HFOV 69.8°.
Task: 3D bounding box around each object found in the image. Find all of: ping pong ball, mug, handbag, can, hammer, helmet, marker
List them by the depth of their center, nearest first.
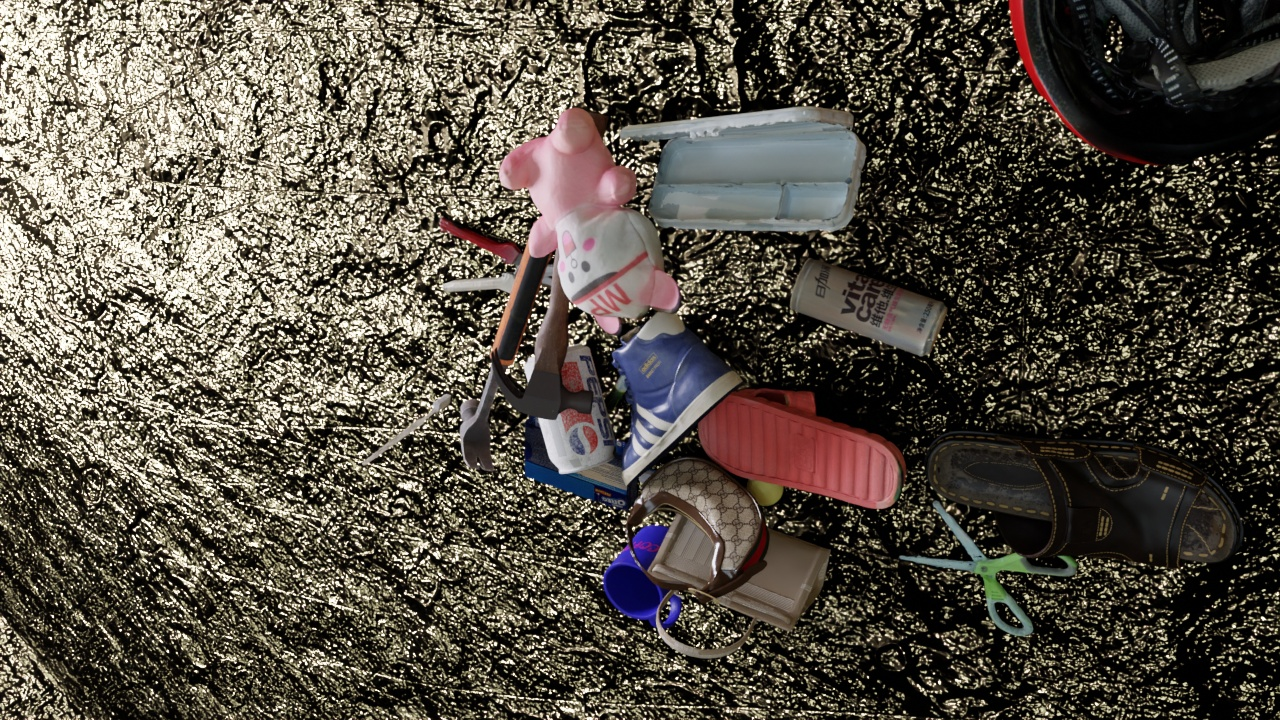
[{"bbox_3d":[0.356,-0.268,0.604,0.218,0.166,0.272,-11,115,18],"label":"helmet"},{"bbox_3d":[0.213,-0.050,0.861,0.136,0.054,0.054,22,122,18],"label":"can"},{"bbox_3d":[-0.080,-0.095,0.962,0.115,0.033,0.323,12,102,0],"label":"hammer"},{"bbox_3d":[0.088,0.247,0.986,0.176,0.197,0.062,17,120,22],"label":"handbag"},{"bbox_3d":[0.060,0.187,0.987,0.166,0.138,0.063,39,166,38],"label":"handbag"},{"bbox_3d":[0.136,0.139,1.004,0.040,0.040,0.040,12,118,24],"label":"ping pong ball"},{"bbox_3d":[-0.006,0.006,1.035,0.017,0.017,0.147,39,126,7],"label":"marker"},{"bbox_3d":[-0.079,0.054,1.047,0.078,0.078,0.136,-13,94,33],"label":"can"},{"bbox_3d":[-0.152,-0.013,1.051,0.035,0.137,0.315,11,122,-20],"label":"hammer"},{"bbox_3d":[0.017,0.268,1.107,0.079,0.083,0.111,-18,103,34],"label":"mug"}]

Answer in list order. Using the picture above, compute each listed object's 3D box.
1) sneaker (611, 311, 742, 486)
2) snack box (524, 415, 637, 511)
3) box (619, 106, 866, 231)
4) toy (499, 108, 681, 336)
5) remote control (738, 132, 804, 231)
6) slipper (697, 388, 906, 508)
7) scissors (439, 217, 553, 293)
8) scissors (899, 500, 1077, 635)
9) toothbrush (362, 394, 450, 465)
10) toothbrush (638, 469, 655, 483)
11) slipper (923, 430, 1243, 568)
[{"bbox_3d":[0.004,0.039,0.989,0.118,0.091,0.234,50,143,8],"label":"sneaker"},{"bbox_3d":[-0.074,0.125,1.125,0.150,0.027,0.082,17,121,22],"label":"snack box"},{"bbox_3d":[0.078,-0.188,0.813,0.216,0.124,0.106,5,73,32],"label":"box"},{"bbox_3d":[-0.043,-0.128,0.891,0.142,0.084,0.213,-23,97,42],"label":"toy"},{"bbox_3d":[0.121,-0.170,0.883,0.125,0.009,0.046,-34,94,36],"label":"remote control"},{"bbox_3d":[0.166,0.082,0.949,0.249,0.059,0.103,12,118,41],"label":"slipper"},{"bbox_3d":[-0.164,-0.110,1.069,0.180,0.015,0.187,-36,93,35],"label":"scissors"},{"bbox_3d":[0.352,0.216,0.936,0.172,0.023,0.168,-2,118,32],"label":"scissors"},{"bbox_3d":[-0.285,0.082,1.126,0.010,0.181,0.010,17,117,15],"label":"toothbrush"},{"bbox_3d":[0.074,0.147,1.060,0.167,0.014,0.016,8,116,25],"label":"toothbrush"},{"bbox_3d":[0.392,0.129,0.833,0.268,0.075,0.113,12,119,24],"label":"slipper"}]
